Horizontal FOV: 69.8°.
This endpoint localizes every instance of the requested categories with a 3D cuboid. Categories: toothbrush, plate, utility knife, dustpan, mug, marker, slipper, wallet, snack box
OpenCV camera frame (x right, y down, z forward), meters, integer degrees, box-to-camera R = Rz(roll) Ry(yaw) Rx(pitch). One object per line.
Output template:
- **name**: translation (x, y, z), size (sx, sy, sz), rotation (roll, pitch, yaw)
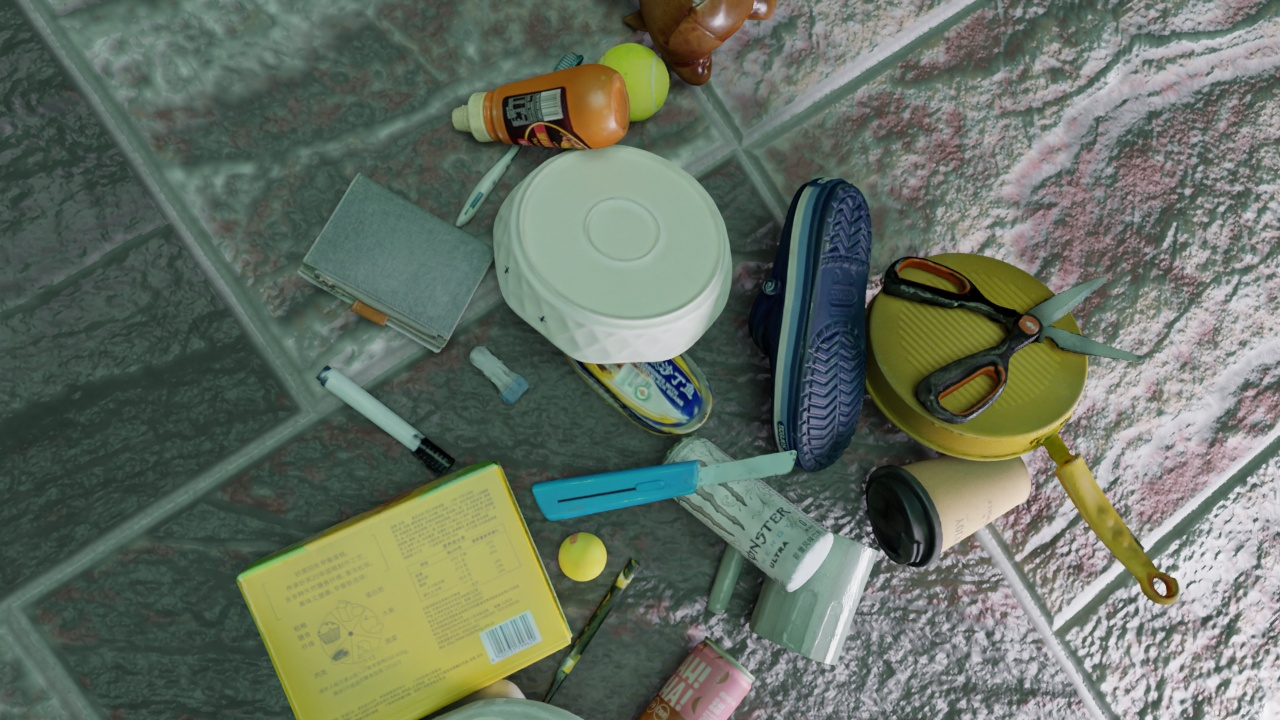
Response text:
- **toothbrush**: translation (-0.058, 0.245, 0.773), size (0.017, 0.012, 0.185), rotation (34, 80, 3)
- **plate**: translation (-0.019, -0.096, 0.754), size (0.204, 0.046, 0.204), rotation (5, 63, -11)
- **utility knife**: translation (0.017, 0.098, 0.744), size (0.223, 0.018, 0.034), rotation (-12, 88, 16)
- **dustpan**: translation (-0.114, 0.359, 0.677), size (0.257, 0.143, 0.222), rotation (-35, 94, -9)
- **mug**: translation (0.128, 0.189, 0.791), size (0.124, 0.083, 0.103), rotation (19, 82, 15)
- **marker**: translation (-0.209, 0.050, 0.751), size (0.130, 0.018, 0.022), rotation (38, 88, -8)
- **slipper**: translation (0.135, -0.029, 0.786), size (0.104, 0.095, 0.253), rotation (-9, 107, -43)
- **wallet**: translation (-0.199, -0.078, 0.754), size (0.129, 0.037, 0.106), rotation (29, 70, -10)
- **snack box**: translation (-0.180, 0.189, 0.720), size (0.209, 0.070, 0.157), rotation (-23, 91, -13)
- **toothbrush**: translation (-0.106, -0.193, 0.793), size (0.018, 0.016, 0.191), rotation (33, 79, 2)

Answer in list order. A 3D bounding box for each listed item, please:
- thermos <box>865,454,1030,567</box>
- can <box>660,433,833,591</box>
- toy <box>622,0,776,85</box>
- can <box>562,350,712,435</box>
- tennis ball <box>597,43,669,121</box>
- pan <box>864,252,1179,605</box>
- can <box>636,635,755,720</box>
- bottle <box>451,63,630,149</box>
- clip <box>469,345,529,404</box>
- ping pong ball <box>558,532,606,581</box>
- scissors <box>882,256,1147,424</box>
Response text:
- **thermos**: translation (0.273, 0.123, 0.819), size (0.143, 0.093, 0.093), rotation (-16, 89, -20)
- **can**: translation (0.084, 0.123, 0.754), size (0.147, 0.058, 0.058), rotation (36, 77, 28)
- **toy**: translation (0.026, -0.348, 0.783), size (0.140, 0.130, 0.199), rotation (-40, 83, 25)
- **can**: translation (-0.005, 0.005, 0.783), size (0.148, 0.049, 0.074), rotation (43, 78, -6)
- **tennis ball**: translation (-0.008, -0.239, 0.792), size (0.065, 0.065, 0.065), rotation (1, 86, -13)
- **pan**: translation (0.339, 0.057, 0.799), size (0.197, 0.078, 0.357), rotation (-32, 67, -18)
- **can**: translation (0.029, 0.305, 0.764), size (0.058, 0.058, 0.147), rotation (43, 78, -6)
- **bottle**: translation (-0.086, -0.204, 0.756), size (0.150, 0.066, 0.066), rotation (-1, 85, 16)
- **clip**: translation (-0.120, 0.010, 0.773), size (0.025, 0.036, 0.058), rotation (-45, 96, -10)
- **ping pong ball**: translation (-0.048, 0.164, 0.766), size (0.040, 0.040, 0.040), rotation (1, 86, -13)
- **scissors**: translation (0.310, -0.029, 0.787), size (0.232, 0.022, 0.220), rotation (36, 65, 17)
